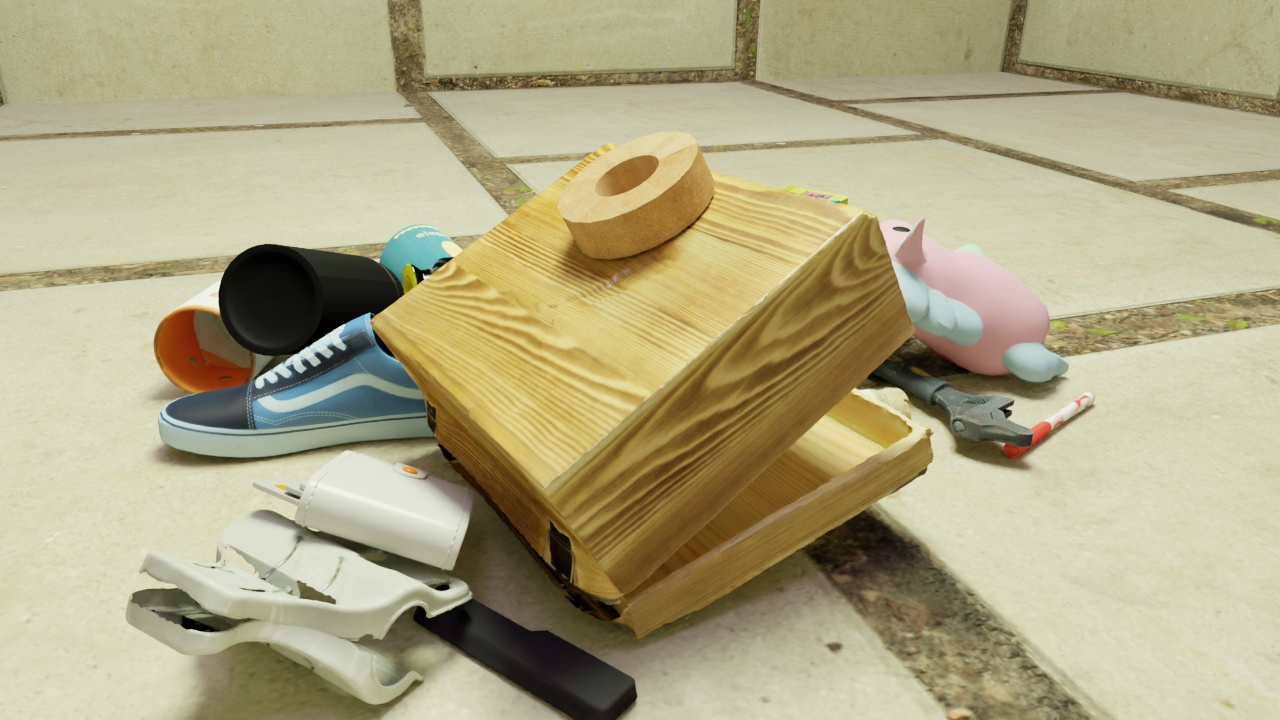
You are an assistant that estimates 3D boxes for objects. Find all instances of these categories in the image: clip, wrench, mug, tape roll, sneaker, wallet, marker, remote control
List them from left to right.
[{"bbox_3d":[-0.353,-0.025,0.790,0.082,0.082,0.105,1,22,1],"label":"mug"},{"bbox_3d":[-0.178,0.131,0.460,0.126,0.101,0.151,13,12,28],"label":"clip"},{"bbox_3d":[-0.238,0.009,0.696,0.241,0.098,0.083,-5,25,-12],"label":"sneaker"},{"bbox_3d":[-0.157,0.081,0.532,0.115,0.037,0.118,19,-1,-8],"label":"wallet"},{"bbox_3d":[-0.194,-0.076,0.931,0.112,0.084,0.104,18,14,-43],"label":"mug"},{"bbox_3d":[-0.064,0.150,0.481,0.136,0.015,0.032,17,29,33],"label":"remote control"},{"bbox_3d":[-0.003,-0.102,0.563,0.094,0.027,0.093,-20,36,15],"label":"tape roll"},{"bbox_3d":[0.229,0.015,0.782,0.073,0.022,0.273,-6,22,-23],"label":"wrench"},{"bbox_3d":[0.328,0.049,0.727,0.141,0.013,0.013,-20,31,-39],"label":"marker"}]

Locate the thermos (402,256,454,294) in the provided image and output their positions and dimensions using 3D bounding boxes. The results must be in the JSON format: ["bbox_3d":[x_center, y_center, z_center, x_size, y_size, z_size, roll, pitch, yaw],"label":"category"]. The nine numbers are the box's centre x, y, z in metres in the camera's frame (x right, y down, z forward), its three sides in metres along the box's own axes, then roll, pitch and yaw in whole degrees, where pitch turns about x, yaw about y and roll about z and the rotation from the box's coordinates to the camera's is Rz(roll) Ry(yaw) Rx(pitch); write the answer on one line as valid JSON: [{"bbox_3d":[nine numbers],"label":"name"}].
[{"bbox_3d":[-0.105,-0.053,0.859,0.220,0.098,0.098,-8,25,-31],"label":"thermos"}]

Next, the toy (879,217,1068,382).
[{"bbox_3d":[0.274,-0.045,0.793,0.222,0.120,0.170,40,30,10],"label":"toy"}]

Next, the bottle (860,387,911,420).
[{"bbox_3d":[0.149,0.043,0.700,0.111,0.043,0.043,-4,24,-12],"label":"bottle"}]

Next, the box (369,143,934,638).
[{"bbox_3d":[-0.006,0.018,0.599,0.251,0.192,0.279,-38,37,-15],"label":"box"}]

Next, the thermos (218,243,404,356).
[{"bbox_3d":[-0.270,-0.052,0.798,0.086,0.086,0.198,4,4,7],"label":"thermos"}]

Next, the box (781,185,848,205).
[{"bbox_3d":[0.131,-0.095,0.918,0.079,0.124,0.220,16,29,25],"label":"box"}]
